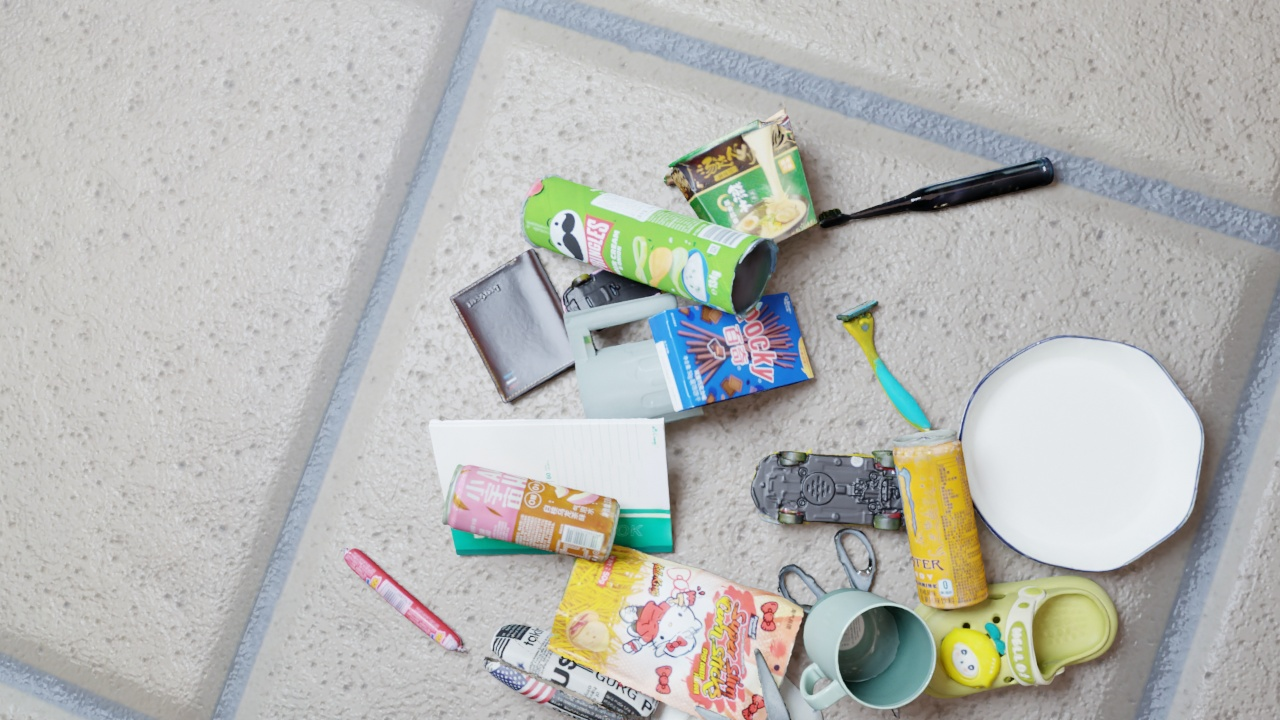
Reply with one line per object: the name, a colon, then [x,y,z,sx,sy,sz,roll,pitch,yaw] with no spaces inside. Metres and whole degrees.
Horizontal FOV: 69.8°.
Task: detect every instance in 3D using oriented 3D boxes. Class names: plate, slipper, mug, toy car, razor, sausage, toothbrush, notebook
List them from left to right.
sausage: [-0.227,0.229,0.875,0.156,0.020,0.020,38,90,7]
notebook: [-0.078,0.117,0.833,0.209,0.012,0.150,-2,119,6]
toy car: [-0.016,-0.068,0.869,0.122,0.037,0.056,-28,82,-10]
mug: [-0.005,0.005,0.829,0.103,0.083,0.124,-12,111,3]
plate: [0.083,0.407,0.824,0.162,0.034,0.265,3,86,6]
toy car: [0.176,0.115,0.832,0.156,0.041,0.071,2,86,0]
mug: [0.178,0.247,0.772,0.111,0.106,0.082,-40,90,-9]
razor: [0.227,0.009,0.843,0.043,0.028,0.132,-24,80,-28]
toothbrush: [0.272,-0.153,0.853,0.213,0.026,0.027,-12,50,6]
slipper: [0.323,0.237,0.792,0.190,0.081,0.091,-14,82,2]
plate: [0.383,0.081,0.815,0.205,0.045,0.205,-1,86,7]

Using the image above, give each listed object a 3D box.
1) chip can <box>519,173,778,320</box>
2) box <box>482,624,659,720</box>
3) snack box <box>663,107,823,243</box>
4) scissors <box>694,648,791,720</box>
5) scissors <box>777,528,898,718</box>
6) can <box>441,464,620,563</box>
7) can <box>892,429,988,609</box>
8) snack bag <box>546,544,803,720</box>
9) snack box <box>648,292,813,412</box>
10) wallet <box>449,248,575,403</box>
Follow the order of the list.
chip can: [0.002,-0.104,0.805,0.236,0.072,0.072,22,88,31]
box: [-0.068,0.303,0.831,0.163,0.074,0.079,23,96,4]
snack box: [0.095,-0.149,0.831,0.117,0.118,0.105,-25,94,3]
scissors: [0.144,0.354,0.794,0.223,0.022,0.221,0,88,-19]
scissors: [0.200,0.235,0.837,0.159,0.014,0.172,11,88,6]
can: [-0.094,0.133,0.802,0.147,0.058,0.058,14,87,-3]
can: [0.257,0.136,0.790,0.058,0.058,0.146,-11,90,4]
snack bag: [0.030,0.242,0.819,0.208,0.073,0.128,19,71,8]
snack box: [0.084,-0.010,0.810,0.156,0.026,0.084,-11,82,-38]
wallet: [-0.117,-0.033,0.885,0.096,0.020,0.122,-29,82,3]
